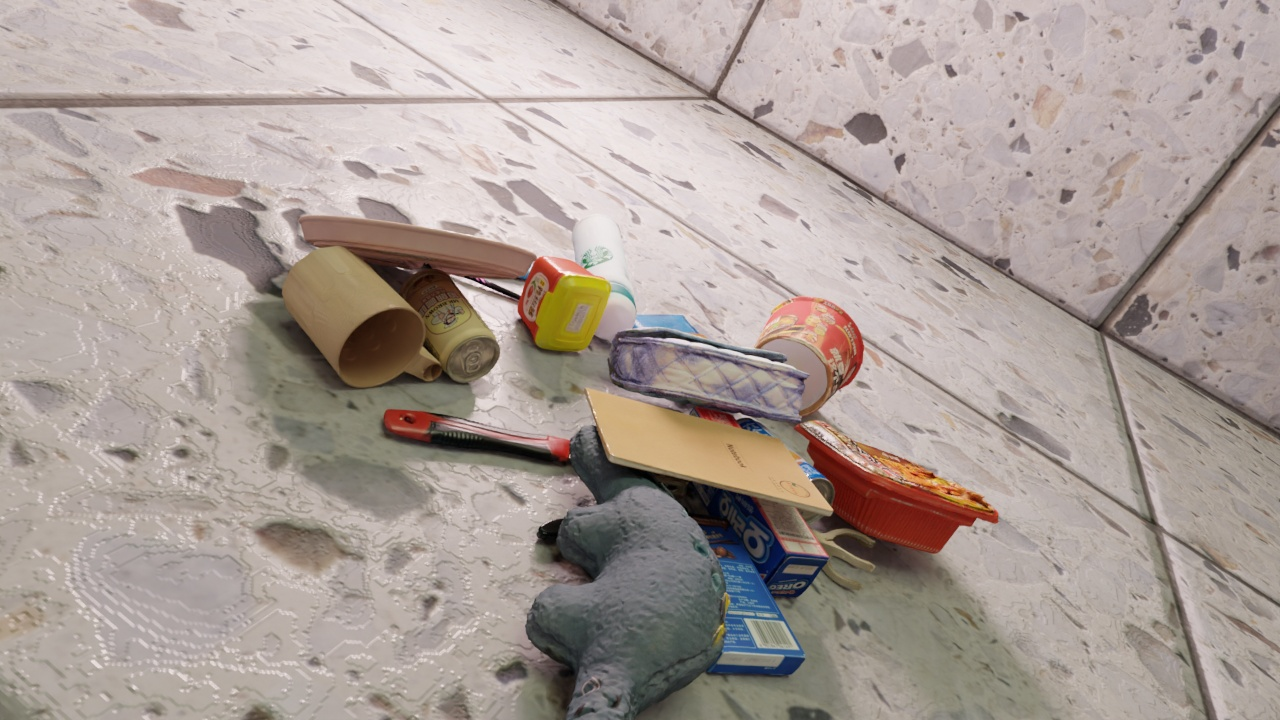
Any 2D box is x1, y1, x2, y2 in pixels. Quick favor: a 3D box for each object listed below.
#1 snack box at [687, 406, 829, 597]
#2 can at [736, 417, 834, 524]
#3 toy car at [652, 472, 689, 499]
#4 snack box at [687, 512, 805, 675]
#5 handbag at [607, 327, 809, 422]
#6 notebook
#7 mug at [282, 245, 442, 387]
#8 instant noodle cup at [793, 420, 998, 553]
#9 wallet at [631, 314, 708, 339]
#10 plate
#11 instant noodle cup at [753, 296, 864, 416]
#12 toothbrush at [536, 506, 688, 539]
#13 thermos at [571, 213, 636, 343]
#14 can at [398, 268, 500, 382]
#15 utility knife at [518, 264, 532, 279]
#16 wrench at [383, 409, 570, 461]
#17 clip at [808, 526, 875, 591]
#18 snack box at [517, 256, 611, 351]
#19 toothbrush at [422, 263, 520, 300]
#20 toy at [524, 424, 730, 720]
[{"bbox_3d":[0.097,0.130,0.873,0.058,0.057,0.207,15,28,-33],"label":"snack box"},{"bbox_3d":[0.135,0.109,0.929,0.053,0.053,0.134,12,17,-32],"label":"can"},{"bbox_3d":[0.002,0.101,0.836,0.090,0.035,0.042,14,54,-25],"label":"toy car"},{"bbox_3d":[0.065,0.189,0.761,0.084,0.026,0.157,13,29,-31],"label":"snack box"},{"bbox_3d":[0.077,0.014,0.978,0.193,0.075,0.134,13,-3,-30],"label":"handbag"},{"bbox_3d":[0.056,0.079,0.821,0.207,0.008,0.147,16,17,-17],"label":"notebook"},{"bbox_3d":[-0.242,-0.034,0.814,0.103,0.084,0.124,42,3,29],"label":"mug"},{"bbox_3d":[0.261,0.138,0.970,0.188,0.079,0.164,18,9,-26],"label":"instant noodle cup"},{"bbox_3d":[0.046,-0.011,1.112,0.106,0.040,0.133,0,39,-40],"label":"wallet"},{"bbox_3d":[-0.218,-0.108,0.905,0.229,0.028,0.229,8,-1,0],"label":"plate"},{"bbox_3d":[0.201,0.002,1.148,0.138,0.138,0.108,33,33,9],"label":"instant noodle cup"},{"bbox_3d":[-0.019,0.139,0.791,0.188,0.017,0.014,3,47,-49],"label":"toothbrush"},{"bbox_3d":[-0.047,-0.106,1.132,0.073,0.073,0.224,19,29,-20],"label":"thermos"},{"bbox_3d":[-0.185,-0.035,0.885,0.058,0.059,0.116,2,36,-45],"label":"can"},{"bbox_3d":[-0.137,-0.109,1.128,0.198,0.018,0.034,13,29,-34],"label":"utility knife"},{"bbox_3d":[-0.097,0.072,0.824,0.273,0.016,0.056,11,31,-35],"label":"wrench"},{"bbox_3d":[0.181,0.187,0.882,0.103,0.035,0.092,15,27,-18],"label":"clip"},{"bbox_3d":[-0.087,-0.065,1.014,0.081,0.091,0.080,6,27,-40],"label":"snack box"},{"bbox_3d":[-0.175,-0.090,1.051,0.189,0.018,0.014,21,19,-19],"label":"toothbrush"},{"bbox_3d":[-0.004,0.164,0.659,0.138,0.092,0.355,22,25,-10],"label":"toy"}]
